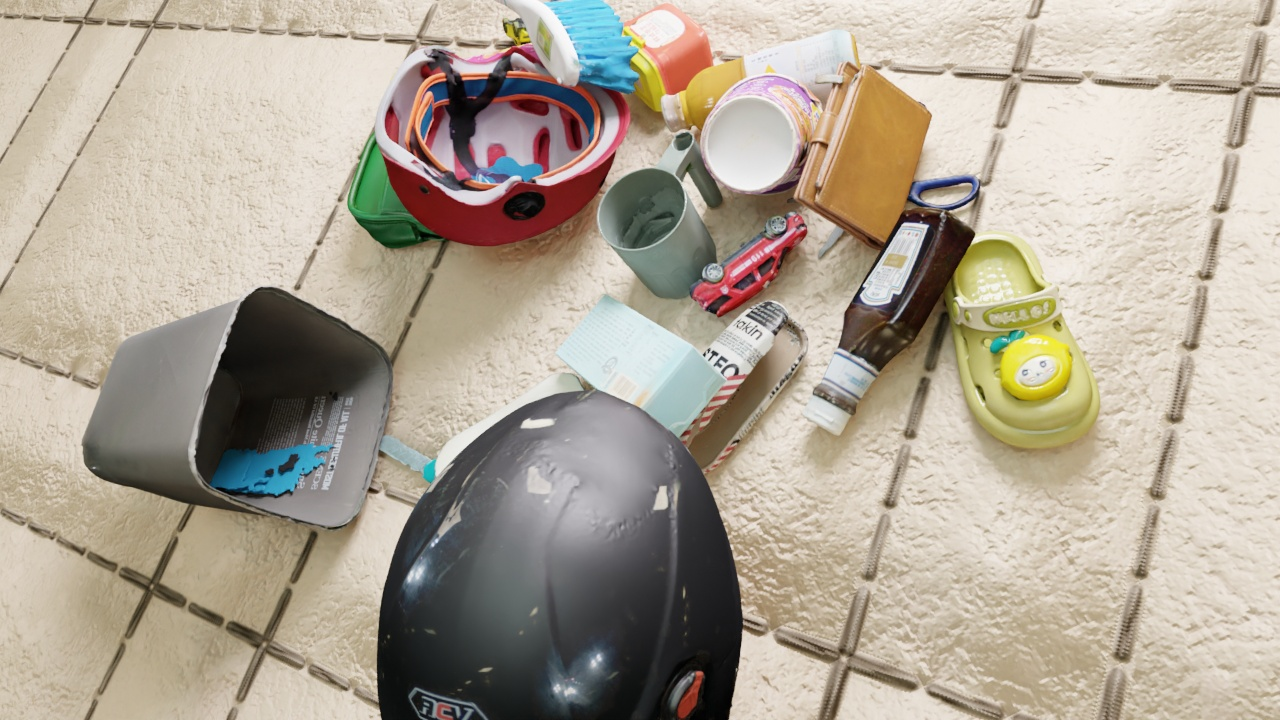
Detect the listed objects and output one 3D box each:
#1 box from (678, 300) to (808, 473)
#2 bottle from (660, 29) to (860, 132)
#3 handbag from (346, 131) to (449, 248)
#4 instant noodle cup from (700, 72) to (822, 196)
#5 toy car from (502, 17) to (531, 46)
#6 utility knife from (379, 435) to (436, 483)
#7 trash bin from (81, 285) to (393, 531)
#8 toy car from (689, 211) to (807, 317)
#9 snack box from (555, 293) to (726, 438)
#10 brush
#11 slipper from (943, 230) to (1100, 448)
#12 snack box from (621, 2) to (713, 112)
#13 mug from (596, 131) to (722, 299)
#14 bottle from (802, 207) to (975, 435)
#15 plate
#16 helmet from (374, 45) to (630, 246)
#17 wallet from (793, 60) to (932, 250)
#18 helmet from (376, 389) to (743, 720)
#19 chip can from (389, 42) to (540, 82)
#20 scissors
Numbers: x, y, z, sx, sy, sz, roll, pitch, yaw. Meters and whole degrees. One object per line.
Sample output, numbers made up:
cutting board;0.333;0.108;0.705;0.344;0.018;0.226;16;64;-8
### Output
box;0.079;0.026;0.790;0.163;0.081;0.075;-53;30;-2
bottle;0.114;-0.259;0.876;0.190;0.068;0.068;-10;65;19
handbag;-0.251;-0.191;1.010;0.120;0.068;0.131;8;70;17
instant noodle cup;0.103;-0.195;0.810;0.112;0.099;0.112;5;108;16
toy car;-0.123;-0.367;1.024;0.048;0.032;0.105;-14;25;-14
utility knife;-0.178;0.117;0.873;0.222;0.013;0.029;22;78;30
trash bin;-0.396;0.055;0.896;0.220;0.198;0.198;-6;64;31
toy car;0.100;-0.085;0.819;0.121;0.053;0.045;-40;83;11
snack box;-0.005;0.005;0.786;0.074;0.051;0.175;-49;32;-4
brush;-0.105;-0.362;0.941;0.109;0.061;0.314;-10;46;-21
slipper;0.281;-0.027;0.701;0.092;0.081;0.190;-18;60;18
snack box;0.022;-0.312;0.934;0.080;0.082;0.091;-36;57;-6
mug;0.029;-0.129;0.837;0.084;0.103;0.124;27;80;30
bottle;0.195;-0.031;0.745;0.195;0.044;0.080;-60;18;1
plate;-0.102;0.099;0.817;0.164;0.034;0.163;-32;42;4
helmet;-0.137;-0.200;0.916;0.240;0.144;0.206;-1;55;-10
wallet;0.187;-0.176;0.774;0.035;0.119;0.130;1;69;64
helmet;-0.056;0.157;0.608;0.234;0.230;0.273;7;33;25
chip can;-0.172;-0.304;1.016;0.211;0.071;0.071;-5;66;21
scissors;0.219;-0.160;0.823;0.162;0.012;0.175;19;79;29
